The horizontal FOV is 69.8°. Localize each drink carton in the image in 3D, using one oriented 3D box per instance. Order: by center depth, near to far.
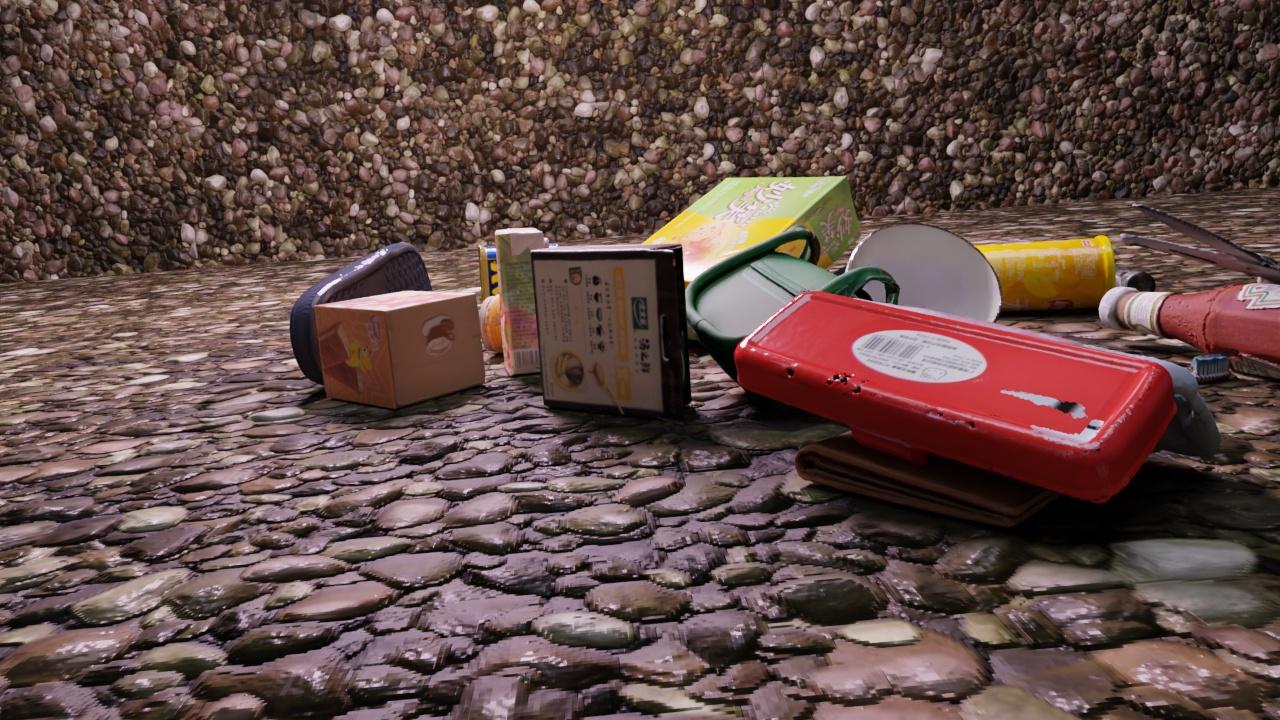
[{"bbox_3d":[-0.099,-0.052,0.792,0.045,0.122,0.053,-5,11,-10],"label":"drink carton"}]

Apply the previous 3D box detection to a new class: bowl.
[{"bbox_3d":[0.210,-0.041,0.709,0.116,0.116,0.066,-6,-29,-7],"label":"bowl"}]

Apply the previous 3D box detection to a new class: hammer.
[{"bbox_3d":[0.360,-0.078,0.991,0.323,0.032,0.126,-3,11,6],"label":"hammer"}]

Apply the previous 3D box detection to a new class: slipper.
[{"bbox_3d":[-0.272,-0.045,0.870,0.083,0.111,0.267,-5,14,11],"label":"slipper"}]

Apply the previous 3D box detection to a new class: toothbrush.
[{"bbox_3d":[0.299,0.015,0.575,0.187,0.017,0.016,-7,11,-18],"label":"toothbrush"}]

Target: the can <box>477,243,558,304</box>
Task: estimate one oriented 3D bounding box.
[{"bbox_3d":[-0.125,-0.072,0.960,0.083,0.102,0.057,-5,11,-10],"label":"can"}]

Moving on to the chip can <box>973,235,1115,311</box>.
[{"bbox_3d":[0.346,-0.081,0.906,0.213,0.072,0.072,-2,11,13],"label":"chip can"}]

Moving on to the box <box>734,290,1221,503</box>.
[{"bbox_3d":[0.162,0.008,0.457,0.154,0.074,0.201,-6,16,-41],"label":"box"}]

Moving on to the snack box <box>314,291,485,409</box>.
[{"bbox_3d":[-0.193,-0.012,0.741,0.094,0.077,0.092,5,14,39],"label":"snack box"}]

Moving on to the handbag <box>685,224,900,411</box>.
[{"bbox_3d":[0.098,-0.036,0.630,0.120,0.068,0.131,-39,28,-3],"label":"handbag"}]

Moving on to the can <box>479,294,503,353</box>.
[{"bbox_3d":[-0.076,-0.036,0.865,0.146,0.058,0.058,0,12,20],"label":"can"}]

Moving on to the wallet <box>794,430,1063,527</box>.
[{"bbox_3d":[0.152,0.050,0.452,0.101,0.020,0.115,-13,17,-41],"label":"wallet"}]

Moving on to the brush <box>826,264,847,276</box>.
[{"bbox_3d":[0.186,-0.043,0.823,0.069,0.063,0.145,-33,8,11],"label":"brush"}]

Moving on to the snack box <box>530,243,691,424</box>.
[{"bbox_3d":[-0.014,-0.021,0.627,0.126,0.113,0.053,4,14,33],"label":"snack box"}]

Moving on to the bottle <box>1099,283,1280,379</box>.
[{"bbox_3d":[0.403,-0.025,0.629,0.059,0.060,0.206,-7,11,-15],"label":"bottle"}]

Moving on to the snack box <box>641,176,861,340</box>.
[{"bbox_3d":[0.091,-0.104,0.895,0.158,0.070,0.209,11,42,45],"label":"snack box"}]

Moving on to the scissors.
[{"bbox_3d":[0.431,-0.054,0.606,0.225,0.015,0.189,25,2,-13],"label":"scissors"}]
